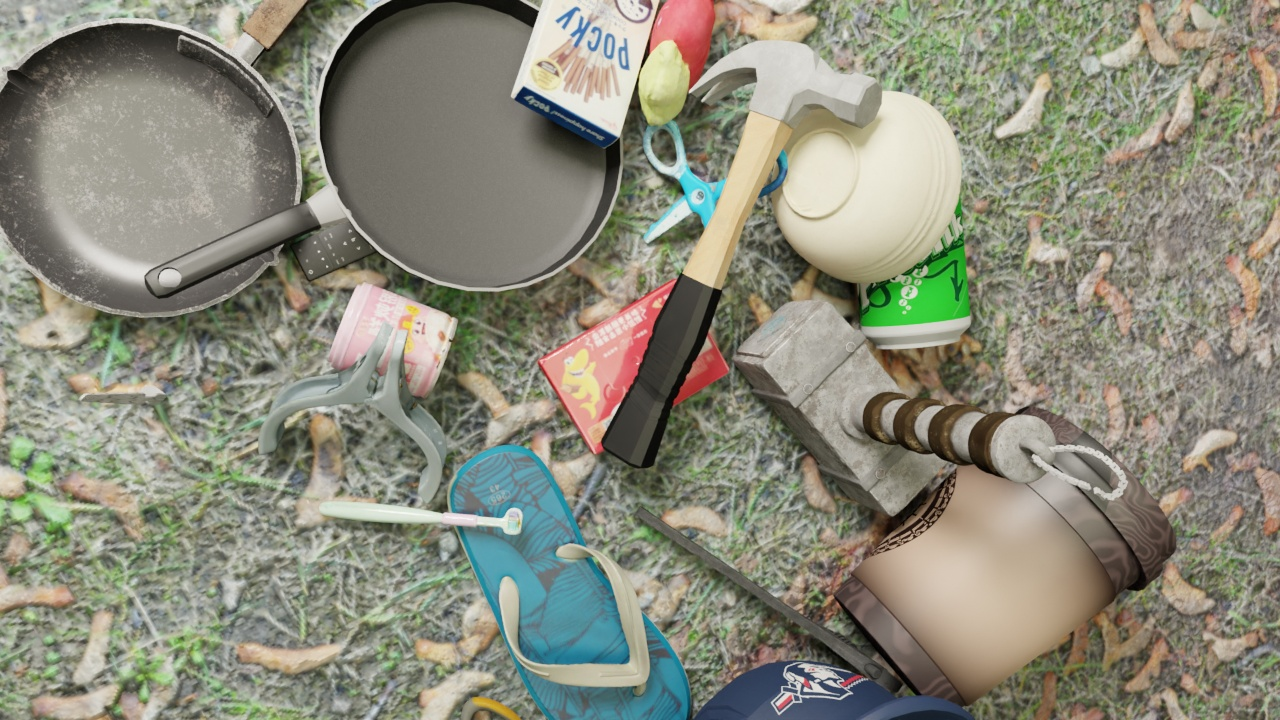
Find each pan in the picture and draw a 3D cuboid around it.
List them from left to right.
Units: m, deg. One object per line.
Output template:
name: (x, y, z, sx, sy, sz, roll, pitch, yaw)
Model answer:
pan: (-0.298, -0.194, 0.650, 0.207, 0.040, 0.356, 38, 83, -13)
pan: (-0.174, -0.131, 0.653, 0.355, 0.034, 0.225, -31, 99, -21)

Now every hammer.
hammer: (0.052, -0.073, 0.683, 0.131, 0.039, 0.328, 29, 102, 30)
hammer: (0.190, 0.043, 0.636, 0.079, 0.326, 0.177, -43, 102, -8)

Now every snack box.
snack box: (-0.037, -0.243, 0.689, 0.082, 0.026, 0.149, 23, 70, -25)
snack box: (-0.004, 0.004, 0.743, 0.133, 0.021, 0.089, -31, 100, -10)

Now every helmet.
helmet: (0.135, 0.330, 0.688, 0.232, 0.223, 0.273, 2, 130, -28)

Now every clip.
clip: (-0.198, 0.053, 0.670, 0.165, 0.032, 0.166, -17, 129, 16)

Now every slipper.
slipper: (-0.057, 0.203, 0.725, 0.118, 0.060, 0.295, -30, 99, -7)

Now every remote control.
remote control: (-0.193, -0.102, 0.696, 0.140, 0.009, 0.030, -26, 99, -11)

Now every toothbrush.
toothbrush: (-0.329, 0.021, 0.582, 0.010, 0.182, 0.010, 41, 78, -10)
toothbrush: (-0.167, 0.118, 0.697, 0.155, 0.015, 0.022, 4, 55, 1)

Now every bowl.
bowl: (0.156, -0.137, 0.698, 0.075, 0.151, 0.151, 2, 94, -45)

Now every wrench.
wrench: (0.109, 0.200, 0.767, 0.273, 0.073, 0.018, 35, 85, -7)

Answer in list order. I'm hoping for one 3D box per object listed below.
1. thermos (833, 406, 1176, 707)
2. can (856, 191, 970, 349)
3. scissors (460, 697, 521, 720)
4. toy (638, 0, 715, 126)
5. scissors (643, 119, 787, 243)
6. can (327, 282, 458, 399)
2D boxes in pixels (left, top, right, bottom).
thermos: (0.288, 0.171, 0.758, 0.226, 0.173, 0.172, -40, 102, -2)
can: (0.223, -0.083, 0.759, 0.087, 0.088, 0.140, -8, 95, -13)
scissors: (-0.100, 0.382, 0.747, 0.229, 0.016, 0.225, -39, 103, -9)
toy: (0.031, -0.244, 0.703, 0.045, 0.092, 0.135, 18, 74, 3)
scissors: (0.053, -0.138, 0.717, 0.140, 0.011, 0.134, -20, 82, 28)
can: (-0.182, -0.014, 0.674, 0.076, 0.067, 0.067, 21, 88, -15)
